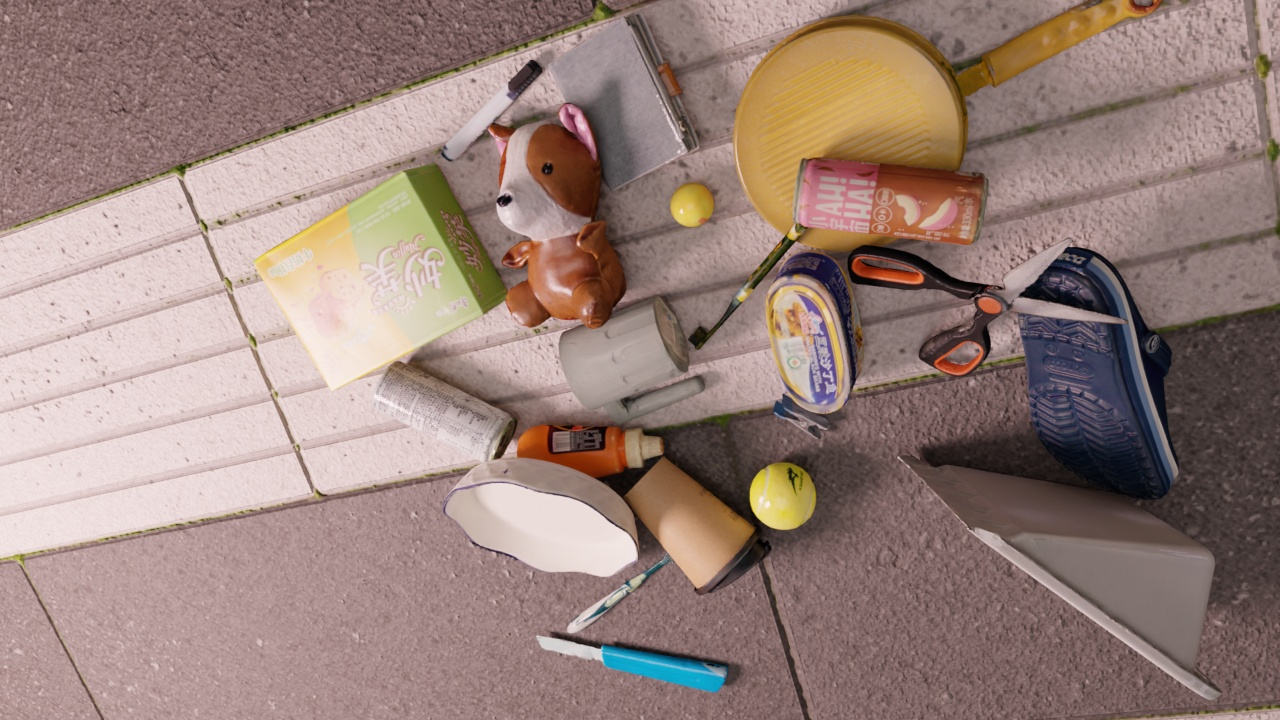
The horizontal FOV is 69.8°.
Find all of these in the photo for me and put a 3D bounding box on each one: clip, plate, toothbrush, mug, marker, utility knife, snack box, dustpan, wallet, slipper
[{"bbox_3d":[0.158,0.055,0.895,0.058,0.025,0.036,33,121,-4],"label":"clip"},{"bbox_3d":[-0.097,0.160,0.939,0.205,0.045,0.205,12,147,7],"label":"plate"},{"bbox_3d":[-0.017,0.255,1.015,0.192,0.018,0.016,-41,95,23],"label":"toothbrush"},{"bbox_3d":[0.098,-0.071,0.847,0.017,0.012,0.186,44,130,5],"label":"toothbrush"},{"bbox_3d":[-0.005,0.005,0.899,0.103,0.083,0.124,-22,129,19],"label":"mug"},{"bbox_3d":[-0.144,-0.236,0.873,0.131,0.022,0.018,-38,85,22],"label":"marker"},{"bbox_3d":[-0.013,0.341,1.043,0.223,0.018,0.034,8,112,11],"label":"utility knife"},{"bbox_3d":[-0.263,-0.082,0.932,0.210,0.069,0.158,-24,101,21],"label":"snack box"},{"bbox_3d":[0.364,0.191,0.788,0.258,0.222,0.143,7,99,1],"label":"dustpan"},{"bbox_3d":[-0.012,-0.233,0.832,0.107,0.036,0.130,-20,102,31],"label":"wallet"},{"bbox_3d":[0.393,0.006,0.783,0.095,0.105,0.253,-40,117,-20],"label":"slipper"}]

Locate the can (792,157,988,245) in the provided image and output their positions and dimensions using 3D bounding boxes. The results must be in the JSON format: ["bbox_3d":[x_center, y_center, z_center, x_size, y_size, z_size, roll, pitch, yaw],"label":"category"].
[{"bbox_3d":[0.201,-0.130,0.744,0.147,0.057,0.058,9,111,14],"label":"can"}]

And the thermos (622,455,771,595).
[{"bbox_3d":[0.054,0.167,0.932,0.143,0.092,0.093,45,114,6],"label":"thermos"}]

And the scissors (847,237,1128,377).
[{"bbox_3d":[0.275,-0.048,0.760,0.221,0.021,0.233,25,155,22],"label":"scissors"}]

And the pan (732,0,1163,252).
[{"bbox_3d":[0.247,-0.221,0.763,0.358,0.078,0.198,-20,108,26],"label":"pan"}]

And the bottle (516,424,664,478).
[{"bbox_3d":[-0.050,0.094,0.946,0.149,0.066,0.067,-6,107,9],"label":"bottle"}]

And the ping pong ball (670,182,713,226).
[{"bbox_3d":[0.047,-0.143,0.845,0.040,0.040,0.040,5,110,13],"label":"ping pong ball"}]

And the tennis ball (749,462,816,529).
[{"bbox_3d":[0.140,0.134,0.905,0.065,0.065,0.065,5,110,13],"label":"tennis ball"}]

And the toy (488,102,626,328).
[{"bbox_3d":[-0.084,-0.129,0.848,0.140,0.130,0.199,1,102,33],"label":"toy"}]

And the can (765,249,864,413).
[{"bbox_3d":[0.158,-0.024,0.834,0.075,0.049,0.148,-1,123,28],"label":"can"}]

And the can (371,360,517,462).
[{"bbox_3d":[-0.208,0.056,0.973,0.147,0.058,0.058,25,113,5],"label":"can"}]
